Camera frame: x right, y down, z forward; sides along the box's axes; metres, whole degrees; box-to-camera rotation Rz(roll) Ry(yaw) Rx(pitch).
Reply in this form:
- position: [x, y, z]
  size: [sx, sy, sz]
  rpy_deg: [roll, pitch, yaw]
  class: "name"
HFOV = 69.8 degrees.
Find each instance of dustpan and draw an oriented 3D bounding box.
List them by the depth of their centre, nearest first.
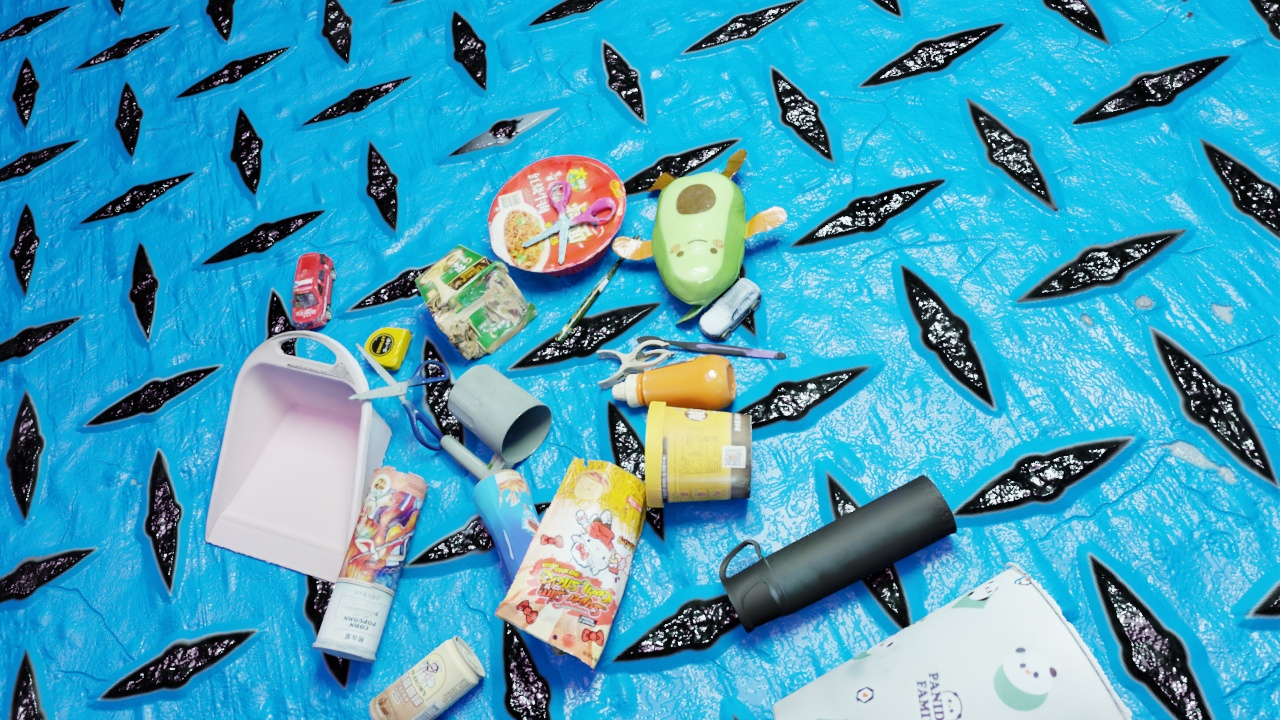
- position: [-0.433, 0.111, 1.127]
  size: [0.223, 0.139, 0.272]
  rpy_deg: [9, 65, 18]
  class: "dustpan"

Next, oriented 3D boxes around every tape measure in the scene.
- position: [-0.340, -0.015, 1.234]
  size: [0.057, 0.029, 0.059]
  rpy_deg: [6, 64, 16]
  class: "tape measure"

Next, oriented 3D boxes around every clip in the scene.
- position: [-0.007, 0.002, 1.143]
  size: [0.100, 0.034, 0.070]
  rpy_deg: [-15, 60, 16]
  class: "clip"

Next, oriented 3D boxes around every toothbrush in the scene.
- position: [0.087, -0.015, 1.140]
  size: [0.189, 0.017, 0.014]
  rpy_deg: [7, 76, 14]
  class: "toothbrush"
- position: [-0.054, -0.096, 1.213]
  size: [0.012, 0.017, 0.185]
  rpy_deg: [39, 74, -10]
  class: "toothbrush"

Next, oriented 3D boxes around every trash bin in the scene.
- position: [0.268, 0.332, 0.794]
  size: [0.252, 0.229, 0.229]
  rpy_deg: [-27, 59, 5]
  class: "trash bin"

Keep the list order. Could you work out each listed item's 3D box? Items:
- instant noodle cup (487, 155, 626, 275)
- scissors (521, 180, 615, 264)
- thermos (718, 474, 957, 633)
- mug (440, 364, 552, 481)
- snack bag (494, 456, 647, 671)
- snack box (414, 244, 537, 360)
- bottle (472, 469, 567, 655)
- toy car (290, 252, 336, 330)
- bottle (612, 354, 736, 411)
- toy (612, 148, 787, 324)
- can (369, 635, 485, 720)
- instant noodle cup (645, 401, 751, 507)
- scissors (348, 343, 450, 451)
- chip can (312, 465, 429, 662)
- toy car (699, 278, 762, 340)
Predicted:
- position: [-0.108, -0.186, 1.247]
  size: [0.194, 0.066, 0.193]
  rpy_deg: [-5, 62, 10]
  class: "instant noodle cup"
- position: [-0.099, -0.187, 1.200]
  size: [0.133, 0.017, 0.133]
  rpy_deg: [-28, 62, 2]
  class: "scissors"
- position: [0.200, 0.194, 0.964]
  size: [0.242, 0.068, 0.090]
  rpy_deg: [-26, 64, -1]
  class: "thermos"
- position: [-0.183, 0.080, 1.121]
  size: [0.103, 0.083, 0.124]
  rpy_deg: [34, 95, 28]
  class: "mug"
- position: [-0.063, 0.213, 0.995]
  size: [0.128, 0.073, 0.207]
  rpy_deg: [35, 52, -16]
  class: "snack bag"
- position: [-0.225, -0.085, 1.202]
  size: [0.117, 0.118, 0.105]
  rpy_deg: [-40, 51, -9]
  class: "snack box"
- position: [-0.125, 0.227, 1.031]
  size: [0.065, 0.065, 0.218]
  rpy_deg: [-28, 60, -2]
  class: "bottle"
- position: [-0.467, -0.100, 1.303]
  size: [0.053, 0.045, 0.120]
  rpy_deg: [-11, 63, 9]
  class: "toy car"
- position: [0.037, 0.032, 1.101]
  size: [0.150, 0.067, 0.066]
  rpy_deg: [-6, 61, 19]
  class: "bottle"
- position: [0.075, -0.170, 1.180]
  size: [0.227, 0.090, 0.246]
  rpy_deg: [-11, 57, 16]
  class: "toy"
- position: [-0.230, 0.356, 0.991]
  size: [0.116, 0.058, 0.058]
  rpy_deg: [-38, 60, -8]
  class: "can"
- position: [0.066, 0.106, 1.023]
  size: [0.114, 0.119, 0.118]
  rpy_deg: [1, 62, 6]
  class: "instant noodle cup"
- position: [-0.290, 0.042, 1.139]
  size: [0.012, 0.175, 0.162]
  rpy_deg: [-22, 96, 31]
  class: "scissors"
- position: [-0.311, 0.235, 1.070]
  size: [0.071, 0.071, 0.214]
  rpy_deg: [4, 63, 16]
  class: "chip can"
- position: [0.112, -0.065, 1.147]
  size: [0.090, 0.034, 0.043]
  rpy_deg: [-45, 65, -10]
  class: "toy car"
